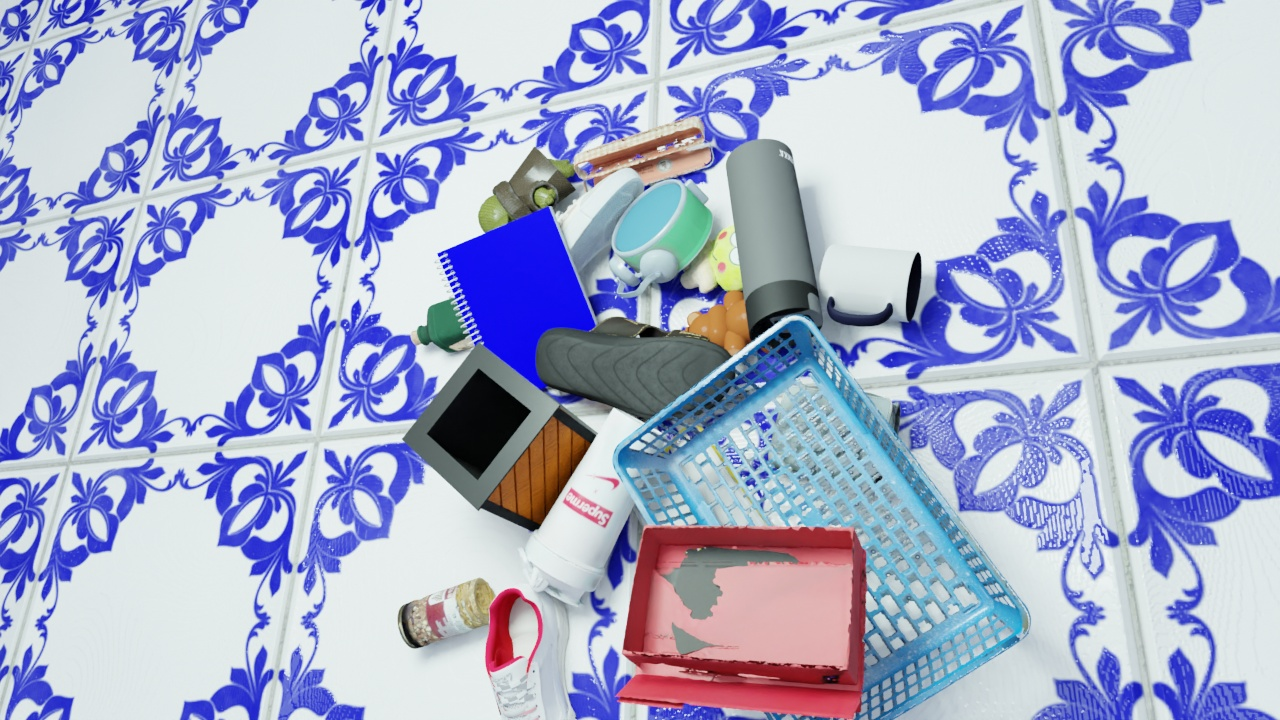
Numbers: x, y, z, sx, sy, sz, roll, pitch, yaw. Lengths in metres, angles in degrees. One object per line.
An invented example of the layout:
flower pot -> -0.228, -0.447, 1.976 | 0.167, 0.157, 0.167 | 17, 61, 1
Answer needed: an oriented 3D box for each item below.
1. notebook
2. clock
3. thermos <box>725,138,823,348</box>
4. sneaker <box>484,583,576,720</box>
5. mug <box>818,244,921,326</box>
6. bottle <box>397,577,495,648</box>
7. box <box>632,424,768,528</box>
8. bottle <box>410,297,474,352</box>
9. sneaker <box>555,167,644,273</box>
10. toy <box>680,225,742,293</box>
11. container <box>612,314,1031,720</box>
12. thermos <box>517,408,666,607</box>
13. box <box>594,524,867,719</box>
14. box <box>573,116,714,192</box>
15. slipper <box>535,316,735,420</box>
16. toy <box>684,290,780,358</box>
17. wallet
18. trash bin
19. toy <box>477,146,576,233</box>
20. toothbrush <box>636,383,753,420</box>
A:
notebook -> -0.152, -0.067, 1.172 | 0.172, 0.022, 0.209 | -20, 96, 13
clock -> 0.021, -0.144, 1.147 | 0.122, 0.075, 0.161 | -1, 56, 51
thermos -> 0.152, -0.137, 1.059 | 0.082, 0.082, 0.240 | -14, 60, 17
sneaker -> -0.129, 0.360, 0.997 | 0.090, 0.104, 0.236 | -12, 65, 18
mug -> 0.252, -0.077, 1.024 | 0.097, 0.079, 0.111 | 9, 45, 26
bottle -> -0.230, 0.301, 1.093 | 0.105, 0.056, 0.056 | -22, 62, 13
box -> 0.070, 0.182, 1.031 | 0.130, 0.036, 0.209 | -40, 60, 8
bottle -> -0.252, -0.049, 1.249 | 0.131, 0.061, 0.061 | -17, 65, 16
sneaker -> -0.099, -0.167, 1.206 | 0.091, 0.089, 0.242 | 45, 100, 24
toy -> 0.101, -0.122, 1.138 | 0.115, 0.046, 0.092 | -14, 61, 26
container -> 0.169, 0.169, 0.912 | 0.257, 0.089, 0.362 | -38, 71, 14
thermos -> -0.055, 0.164, 1.041 | 0.099, 0.099, 0.220 | 28, 89, 30
box -> 0.093, 0.222, 0.826 | 0.215, 0.152, 0.164 | -5, 100, 24
box -> 0.003, -0.268, 1.229 | 0.187, 0.083, 0.042 | -14, 52, 20
slipper -> -0.007, 0.007, 1.108 | 0.268, 0.075, 0.113 | 6, 98, 28
toy -> 0.101, -0.034, 1.100 | 0.128, 0.065, 0.094 | -15, 55, 26
wallet -> 0.211, 0.081, 0.999 | 0.132, 0.054, 0.100 | 10, 73, 29
trash bin -> -0.146, 0.100, 1.075 | 0.140, 0.172, 0.139 | 35, 85, 31
toy -> -0.156, -0.225, 1.267 | 0.153, 0.078, 0.179 | -44, 28, 3
toothbrush -> 0.050, 0.059, 1.100 | 0.189, 0.016, 0.017 | -19, 72, 16
